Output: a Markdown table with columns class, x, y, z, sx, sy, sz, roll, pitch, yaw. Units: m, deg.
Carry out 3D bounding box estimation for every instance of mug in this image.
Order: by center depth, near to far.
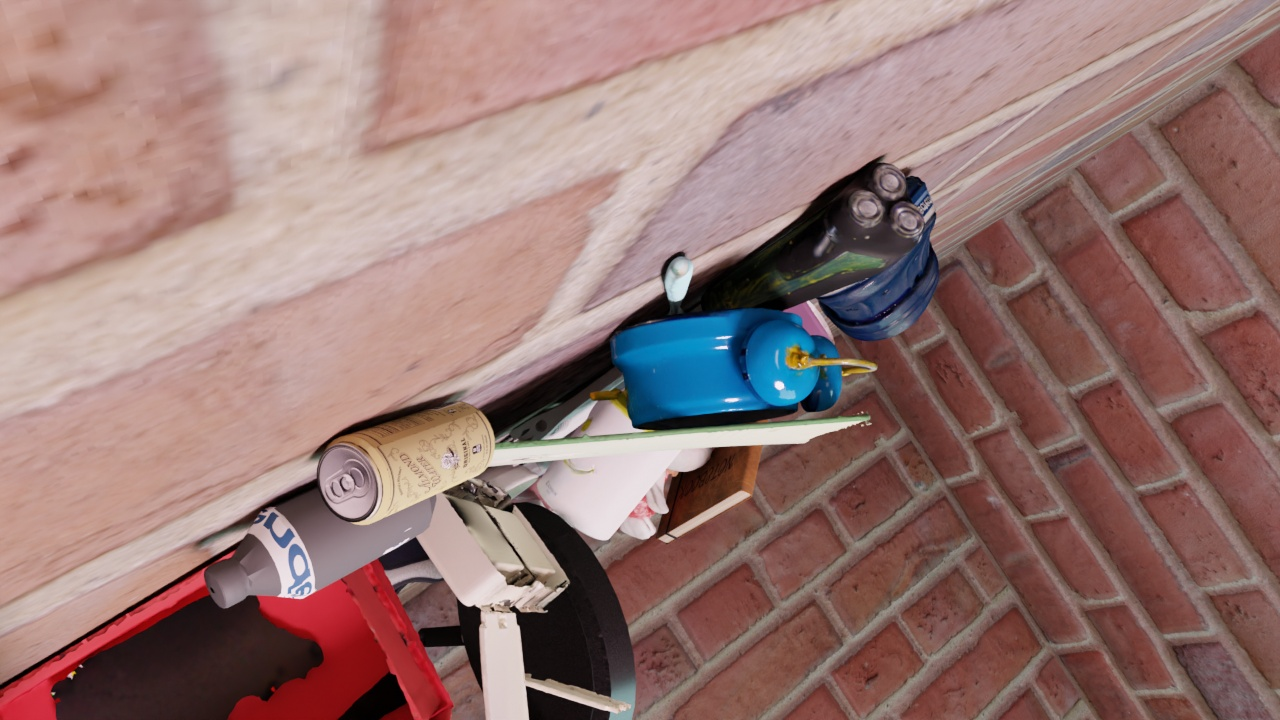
| class | x | y | z | sx | sy | sz | roll | pitch | yaw |
| --- | --- | --- | --- | --- | --- | --- | --- | --- | --- |
| mug | -0.027 | 0.088 | 0.788 | 0.106 | 0.082 | 0.082 | -52 | 171 | 7 |

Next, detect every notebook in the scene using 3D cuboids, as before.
| class | x | y | z | sx | sy | sz | roll | pitch | yaw |
| --- | --- | --- | --- | --- | --- | --- | --- | --- | --- |
| notebook | -0.002 | 0.052 | 0.584 | 0.252 | 0.010 | 0.182 | -4 | 171 | -2 |
| notebook | 0.085 | 0.059 | 0.950 | 0.179 | 0.014 | 0.248 | -43 | -157 | 51 |

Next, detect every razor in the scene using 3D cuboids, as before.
| class | x | y | z | sx | sy | sz | roll | pitch | yaw |
| --- | --- | --- | --- | --- | --- | --- | --- | --- | --- |
| razor | 0.095 | -0.062 | 0.549 | 0.152 | 0.054 | 0.067 | -28 | 162 | 30 |

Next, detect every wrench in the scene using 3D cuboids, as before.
| class | x | y | z | sx | sy | sz | roll | pitch | yaw |
| --- | --- | --- | --- | --- | --- | --- | --- | --- | --- |
| wrench | -0.004 | 0.004 | 0.684 | 0.274 | 0.018 | 0.086 | -36 | 173 | 21 |

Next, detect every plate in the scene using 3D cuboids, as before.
| class | x | y | z | sx | sy | sz | roll | pitch | yaw |
| --- | --- | --- | --- | --- | --- | --- | --- | --- | --- |
| plate | -0.172 | 0.133 | 0.774 | 0.182 | 0.034 | 0.182 | -32 | 174 | -4 |

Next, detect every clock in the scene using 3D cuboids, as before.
| class | x | y | z | sx | sy | sz | roll | pitch | yaw |
| --- | --- | --- | --- | --- | --- | --- | --- | --- | --- |
| clock | 0.057 | 0.005 | 0.544 | 0.162 | 0.060 | 0.116 | -8 | 170 | 28 |

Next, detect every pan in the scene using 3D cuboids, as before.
| class | x | y | z | sx | sy | sz | roll | pitch | yaw |
| --- | --- | --- | --- | --- | --- | --- | --- | --- | --- |
| pan | -0.130 | 0.251 | 0.830 | 0.034 | 0.225 | 0.357 | -12 | 173 | -41 |

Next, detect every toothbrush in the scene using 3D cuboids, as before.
| class | x | y | z | sx | sy | sz | roll | pitch | yaw |
| --- | --- | --- | --- | --- | --- | --- | --- | --- | --- |
| toothbrush | 0.022 | -0.034 | 0.522 | 0.016 | 0.016 | 0.181 | -32 | 173 | -2 |

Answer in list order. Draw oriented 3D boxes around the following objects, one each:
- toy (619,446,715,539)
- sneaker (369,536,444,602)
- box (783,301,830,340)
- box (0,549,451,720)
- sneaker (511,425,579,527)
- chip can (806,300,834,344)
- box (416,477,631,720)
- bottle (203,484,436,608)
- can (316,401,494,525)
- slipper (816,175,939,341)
| class | x | y | z | sx | sy | sz | roll | pitch | yaw |
| --- | --- | --- | --- | --- | --- | --- | --- | --- | --- |
| toy | 0.024 | 0.090 | 0.904 | 0.159 | 0.084 | 0.194 | -98 | -147 | -74 |
| sneaker | -0.232 | 0.179 | 0.633 | 0.235 | 0.079 | 0.084 | -31 | 175 | -9 |
| box | 0.091 | 0.004 | 0.788 | 0.213 | 0.077 | 0.096 | -26 | 144 | -53 |
| box | -0.207 | 0.194 | 0.367 | 0.213 | 0.153 | 0.325 | -31 | -171 | -6 |
| sneaker | -0.093 | 0.130 | 0.895 | 0.242 | 0.088 | 0.118 | -34 | 174 | 26 |
| chip can | 0.124 | 0.012 | 1.117 | 0.221 | 0.069 | 0.069 | -35 | 173 | 25 |
| box | -0.091 | 0.167 | 0.604 | 0.069 | 0.191 | 0.143 | -40 | 158 | 1 |
| bottle | -0.151 | 0.083 | 0.440 | 0.112 | 0.047 | 0.047 | -27 | 172 | -42 |
| can | -0.103 | 0.044 | 0.409 | 0.038 | 0.038 | 0.079 | -35 | 173 | 26 |
| slipper | 0.180 | -0.067 | 0.688 | 0.105 | 0.095 | 0.252 | -31 | 178 | 13 |
